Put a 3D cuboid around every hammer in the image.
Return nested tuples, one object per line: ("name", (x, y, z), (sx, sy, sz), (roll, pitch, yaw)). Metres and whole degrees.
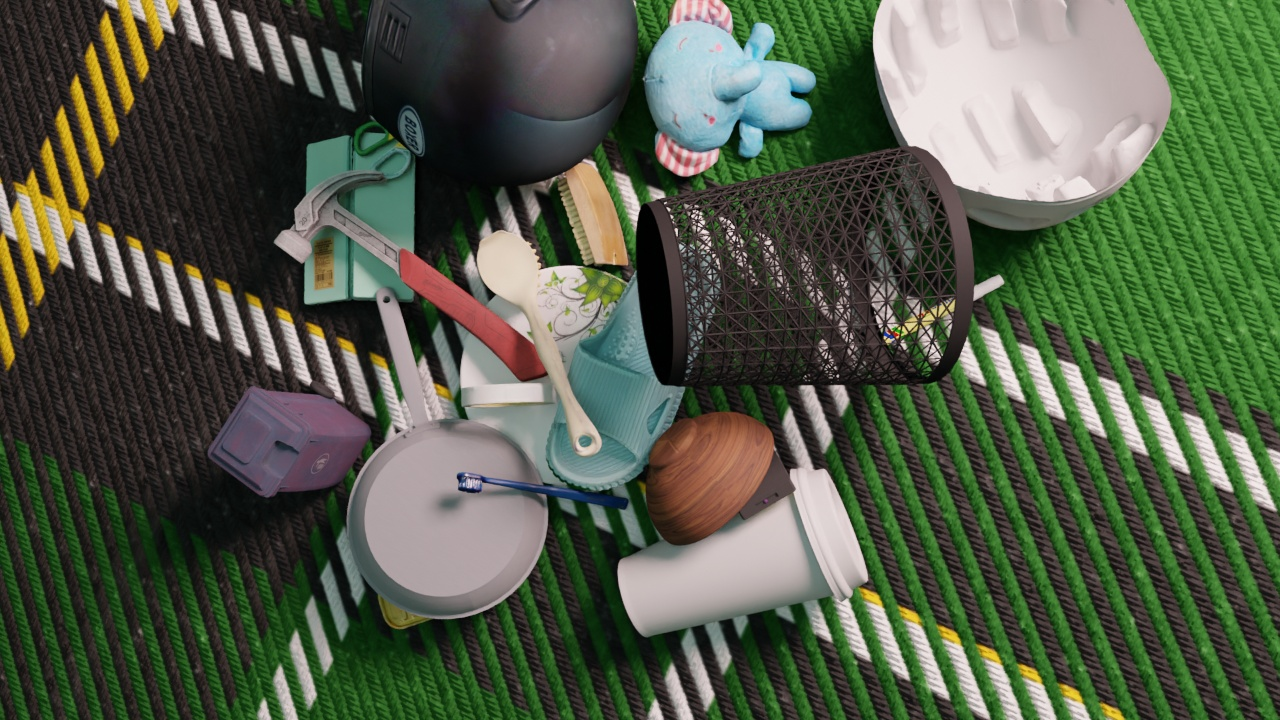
("hammer", (-0.220, -0.082, 0.959), (0.316, 0.036, 0.126), (36, 82, 5))

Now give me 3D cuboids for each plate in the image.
("plate", (-0.076, 0.016, 0.972), (0.229, 0.030, 0.229), (-1, 86, 8))

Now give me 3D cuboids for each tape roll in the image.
("tape roll", (-0.131, 0.035, 0.913), (0.094, 0.094, 0.019), (-3, 85, 8))

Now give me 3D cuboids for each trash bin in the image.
("trash bin", (0.130, -0.072, 0.825), (0.243, 0.217, 0.217), (-7, 85, -9))
("trash bin", (-0.356, 0.081, 0.940), (0.092, 0.161, 0.094), (33, 91, 9))

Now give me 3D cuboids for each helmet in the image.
("helmet", (-0.119, -0.321, 0.906), (0.236, 0.250, 0.315), (15, 63, -2))
("helmet", (0.337, -0.258, 0.857), (0.224, 0.184, 0.282), (-30, 89, -1))

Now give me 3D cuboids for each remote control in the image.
("remote control", (0.109, 0.107, 0.891), (0.058, 0.133, 0.013), (-31, 108, 6))

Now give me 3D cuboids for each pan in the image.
("pan", (-0.218, 0.084, 0.936), (0.200, 0.051, 0.356), (-17, 81, -9))

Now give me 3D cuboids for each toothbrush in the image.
("toothbrush", (-0.094, 0.133, 0.914), (0.189, 0.016, 0.017), (14, 62, -31))

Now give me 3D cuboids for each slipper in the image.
("slipper", (-0.005, 0.005, 0.913), (0.116, 0.069, 0.276), (26, 89, 5))

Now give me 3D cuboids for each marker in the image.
("marker", (0.306, -0.051, 0.932), (0.132, 0.014, 0.014), (-28, 83, 5))

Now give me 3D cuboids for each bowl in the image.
("bowl", (0.050, 0.098, 0.882), (0.069, 0.147, 0.147), (43, 92, -16))

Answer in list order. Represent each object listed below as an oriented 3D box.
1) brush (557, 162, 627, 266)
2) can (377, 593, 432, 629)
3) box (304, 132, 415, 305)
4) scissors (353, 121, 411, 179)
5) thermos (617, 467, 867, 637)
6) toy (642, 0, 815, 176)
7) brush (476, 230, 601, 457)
("brush", (-0.052, -0.152, 0.973), (0.039, 0.049, 0.117), (-21, 84, 29))
("can", (-0.216, 0.239, 0.961), (0.100, 0.059, 0.054), (-19, 84, 6))
("box", (-0.313, -0.156, 1.013), (0.138, 0.057, 0.187), (-2, 84, 1))
("scissors", (-0.248, -0.246, 1.006), (0.130, 0.014, 0.071), (-32, 94, -17))
("thermos", (0.095, 0.196, 0.895), (0.222, 0.131, 0.131), (-22, 83, 13))
("toy", (0.092, -0.277, 0.938), (0.180, 0.115, 0.183), (6, 96, -3))
("brush", (-0.095, -0.020, 0.894), (0.062, 0.077, 0.272), (-35, 59, 15))
